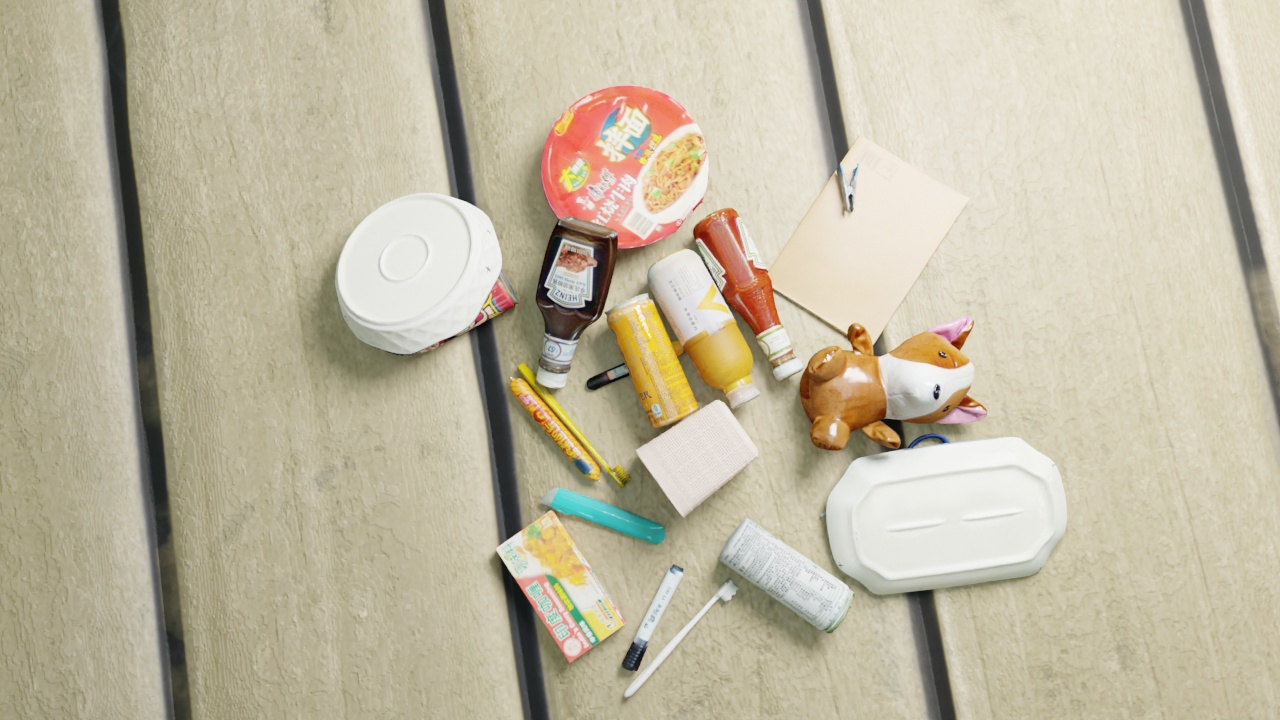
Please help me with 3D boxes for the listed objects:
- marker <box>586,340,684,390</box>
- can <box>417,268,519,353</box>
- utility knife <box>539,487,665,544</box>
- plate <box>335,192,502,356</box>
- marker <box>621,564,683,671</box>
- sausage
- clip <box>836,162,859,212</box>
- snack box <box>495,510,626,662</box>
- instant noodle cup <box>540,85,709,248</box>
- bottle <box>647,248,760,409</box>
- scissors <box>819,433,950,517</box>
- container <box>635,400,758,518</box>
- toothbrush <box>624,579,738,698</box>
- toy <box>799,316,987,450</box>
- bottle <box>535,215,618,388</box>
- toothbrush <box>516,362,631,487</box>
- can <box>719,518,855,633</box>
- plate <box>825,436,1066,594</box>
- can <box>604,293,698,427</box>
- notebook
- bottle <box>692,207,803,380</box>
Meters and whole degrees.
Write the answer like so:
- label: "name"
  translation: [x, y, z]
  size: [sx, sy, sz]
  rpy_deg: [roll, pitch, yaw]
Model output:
- label: "marker"
  translation: [-0.006, 0.006, 1.081]
  size: [0.124, 0.015, 0.018]
  rpy_deg: [-23, 84, 5]
- label: "can"
  translation: [-0.214, -0.060, 1.084]
  size: [0.133, 0.053, 0.053]
  rpy_deg: [-28, 83, 2]
- label: "utility knife"
  translation: [-0.043, 0.181, 1.069]
  size: [0.151, 0.013, 0.029]
  rpy_deg: [20, 89, 4]
- label: "plate"
  translation: [-0.264, -0.109, 1.064]
  size: [0.205, 0.045, 0.204]
  rpy_deg: [-6, 64, 13]
- label: "marker"
  translation: [0.016, 0.295, 1.050]
  size: [0.022, 0.018, 0.130]
  rpy_deg: [28, 88, -2]
- label: "sausage"
  translation: [-0.100, 0.081, 1.077]
  size: [0.021, 0.021, 0.165]
  rpy_deg: [-42, 83, 0]
- label: "clip"
  translation: [0.241, -0.199, 1.065]
  size: [0.045, 0.027, 0.058]
  rpy_deg: [-4, 86, -1]
- label: "snack box"
  translation: [-0.092, 0.259, 1.058]
  size: [0.077, 0.027, 0.155]
  rpy_deg: [-35, 83, 2]
- label: "instant noodle cup"
  translation: [-0.016, -0.219, 1.077]
  size: [0.194, 0.066, 0.193]
  rpy_deg: [-1, 84, 5]
- label: "bottle"
  translation: [0.076, -0.035, 1.050]
  size: [0.068, 0.068, 0.189]
  rpy_deg: [-29, 83, 2]
- label: "scissors"
  translation: [0.291, 0.154, 1.043]
  size: [0.125, 0.012, 0.173]
  rpy_deg: [35, 90, 7]
- label: "container"
  translation: [0.066, 0.107, 1.030]
  size: [0.111, 0.090, 0.090]
  rpy_deg: [-35, 83, -3]
- label: "toothbrush"
  translation: [0.046, 0.320, 1.047]
  size: [0.016, 0.016, 0.180]
  rpy_deg: [44, 89, 1]
- label: "toy"
  translation: [0.278, 0.025, 1.005]
  size: [0.199, 0.130, 0.140]
  rpy_deg: [-7, 100, -5]
- label: "bottle"
  translation: [-0.081, -0.062, 1.046]
  size: [0.080, 0.044, 0.195]
  rpy_deg: [19, 110, 9]
- label: "toothbrush"
  translation: [-0.079, 0.074, 1.080]
  size: [0.016, 0.016, 0.190]
  rpy_deg: [-42, 83, -5]
- label: "can"
  translation: [0.162, 0.239, 1.022]
  size: [0.147, 0.058, 0.058]
  rpy_deg: [33, 88, 7]
- label: "plate"
  translation: [0.341, 0.175, 1.015]
  size: [0.266, 0.034, 0.162]
  rpy_deg: [-7, 91, 4]
- label: "can"
  translation: [0.012, 0.001, 1.041]
  size: [0.058, 0.058, 0.146]
  rpy_deg: [-23, 90, 2]
- label: "notebook"
  translation: [0.263, -0.140, 1.073]
  size: [0.149, 0.012, 0.211]
  rpy_deg: [33, 88, 8]
- label: "bottle"
  translation: [0.127, -0.074, 1.055]
  size: [0.060, 0.060, 0.206]
  rpy_deg: [-26, 84, 2]
